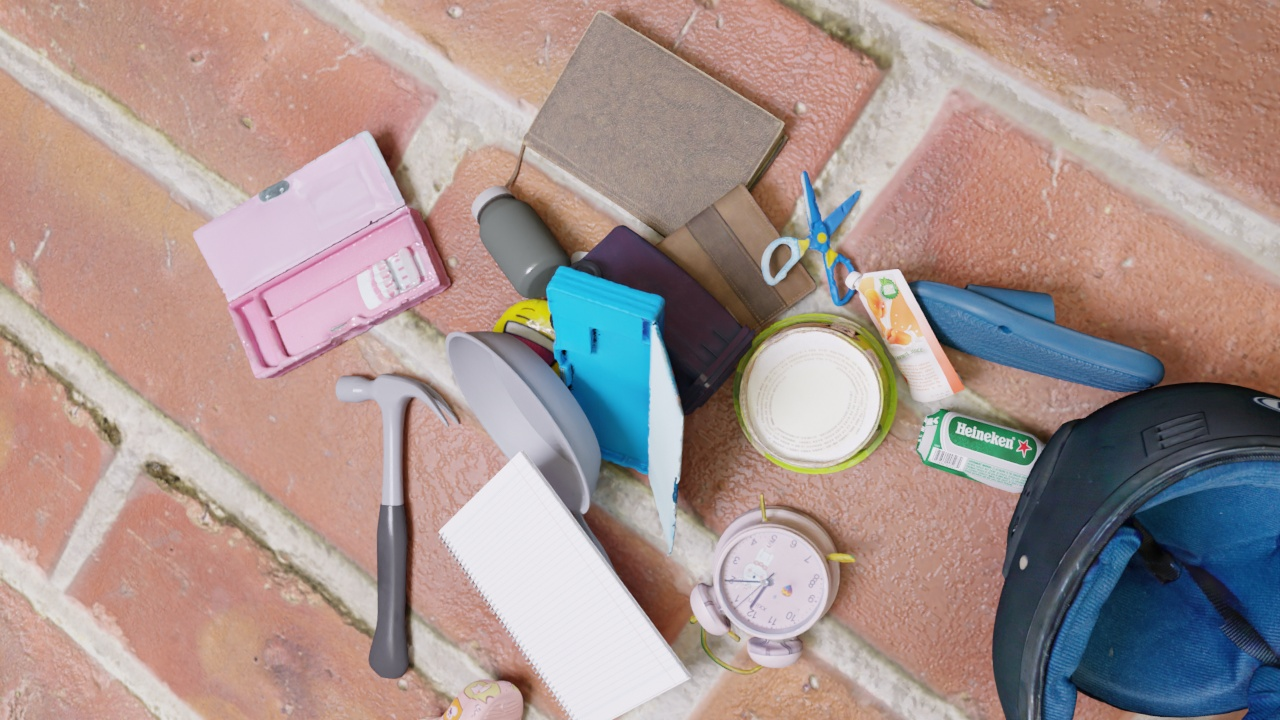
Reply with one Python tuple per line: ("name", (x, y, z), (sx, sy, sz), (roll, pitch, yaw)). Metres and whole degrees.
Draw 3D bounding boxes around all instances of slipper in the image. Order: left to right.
("slipper", (-0.191, 0.385, 0.903), (0.081, 0.093, 0.197), (35, 101, 31))
("slipper", (0.320, -0.028, 0.756), (0.214, 0.104, 0.059), (20, 82, 15))

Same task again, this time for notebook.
("notebook", (-0.081, 0.224, 0.861), (0.245, 0.013, 0.178), (52, 130, 7))
("notebook", (-0.002, -0.194, 0.862), (0.215, 0.034, 0.190), (36, 100, 9))

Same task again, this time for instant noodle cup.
("instant noodle cup", (0.149, 0.031, 0.799), (0.146, 0.097, 0.146), (0, 91, 13))

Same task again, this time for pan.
("pan", (-0.067, 0.118, 0.848), (0.050, 0.201, 0.356), (-38, 105, -24))

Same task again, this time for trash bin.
("trash bin", (0.011, -0.031, 0.813), (0.161, 0.094, 0.092), (41, 63, 4))

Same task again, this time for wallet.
("wallet", (0.088, -0.085, 0.831), (0.099, 0.027, 0.121), (-36, 104, 9))

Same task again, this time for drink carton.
("drink carton", (0.224, -0.025, 0.782), (0.038, 0.069, 0.122), (-38, 105, -20))

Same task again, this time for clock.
("clock", (0.111, 0.210, 0.833), (0.117, 0.058, 0.158), (32, 99, 11))

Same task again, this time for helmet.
("helmet", (0.390, 0.171, 0.675), (0.249, 0.235, 0.316), (25, 98, 12))

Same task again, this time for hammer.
("hammer", (-0.249, 0.169, 0.934), (0.125, 0.029, 0.311), (2, 92, 14))

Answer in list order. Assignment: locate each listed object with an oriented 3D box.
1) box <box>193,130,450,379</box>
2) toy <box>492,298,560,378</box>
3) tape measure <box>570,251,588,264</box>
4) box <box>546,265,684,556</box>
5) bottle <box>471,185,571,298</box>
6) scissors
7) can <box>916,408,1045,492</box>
("box", (-0.328, -0.104, 0.940), (0.233, 0.039, 0.179), (-24, 90, 13))
("toy", (-0.099, -0.014, 0.887), (0.095, 0.041, 0.094), (28, 103, 10))
("tape measure", (-0.042, -0.071, 0.883), (0.065, 0.016, 0.064), (15, 94, 13))
("box", (-0.001, 0.040, 0.770), (0.071, 0.244, 0.170), (-35, 62, -22))
("bottle", (-0.116, -0.114, 0.874), (0.060, 0.060, 0.108), (-41, 69, 11))
("scissors", (0.153, -0.106, 0.817), (0.127, 0.015, 0.125), (-17, 97, -22))
("can", (0.292, 0.078, 0.789), (0.101, 0.053, 0.053), (17, 95, 13))
